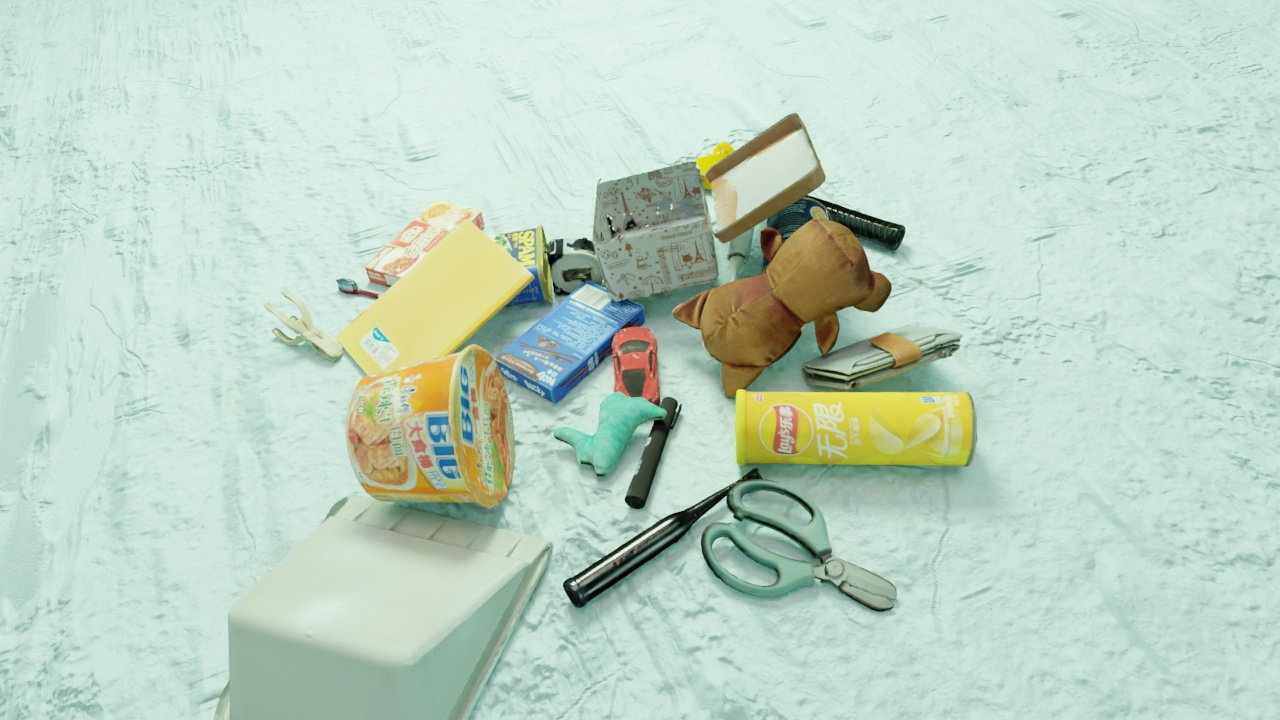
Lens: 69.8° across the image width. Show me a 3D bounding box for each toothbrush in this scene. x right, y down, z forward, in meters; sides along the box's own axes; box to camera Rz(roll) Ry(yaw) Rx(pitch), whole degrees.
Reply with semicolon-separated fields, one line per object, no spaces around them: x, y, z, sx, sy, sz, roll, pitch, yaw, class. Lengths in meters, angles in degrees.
0.119;-0.142;1.075;0.027;0.026;0.220;7;58;11;toothbrush
0.026;0.152;0.816;0.212;0.026;0.027;-28;82;-23;toothbrush
-0.286;-0.074;1.090;0.188;0.017;0.016;14;49;21;toothbrush

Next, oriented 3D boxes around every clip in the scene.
-0.386;-0.042;1.039;0.101;0.096;0.034;17;48;38;clip

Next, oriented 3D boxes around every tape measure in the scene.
-0.074;-0.110;1.065;0.066;0.066;0.033;-6;47;4;tape measure

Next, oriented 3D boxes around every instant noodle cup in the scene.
-0.194;0.066;0.853;0.111;0.151;0.151;-7;44;11;instant noodle cup

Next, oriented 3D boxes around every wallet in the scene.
0.238;-0.008;0.911;0.129;0.037;0.107;-19;8;-14;wallet

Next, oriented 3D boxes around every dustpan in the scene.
-0.225;0.245;0.764;0.223;0.143;0.257;9;17;16;dustpan

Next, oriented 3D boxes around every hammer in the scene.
0.184;-0.198;1.146;0.301;0.033;0.128;25;53;29;hammer

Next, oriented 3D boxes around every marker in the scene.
0.014;0.087;0.887;0.022;0.020;0.131;18;47;6;marker

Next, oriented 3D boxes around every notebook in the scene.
-0.233;-0.059;1.027;0.206;0.010;0.146;-44;53;-8;notebook

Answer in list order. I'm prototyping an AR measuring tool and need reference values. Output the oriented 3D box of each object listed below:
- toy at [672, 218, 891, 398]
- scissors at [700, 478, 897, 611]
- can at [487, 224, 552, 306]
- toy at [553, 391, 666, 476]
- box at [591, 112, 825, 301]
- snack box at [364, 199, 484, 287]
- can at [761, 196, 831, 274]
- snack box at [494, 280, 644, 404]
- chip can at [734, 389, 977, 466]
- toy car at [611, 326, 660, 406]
0.142;-0.058;0.938;0.200;0.130;0.140;-37;62;7;toy
0.126;0.180;0.778;0.129;0.019;0.185;-36;56;-19;scissors
-0.151;-0.109;1.082;0.083;0.057;0.102;-9;44;1;can
-0.034;0.069;0.896;0.096;0.030;0.091;18;64;23;toy
0.077;-0.176;1.036;0.261;0.103;0.178;-13;33;8;box
-0.270;-0.146;1.156;0.075;0.025;0.152;17;49;22;snack box
0.177;-0.123;1.039;0.075;0.075;0.110;3;45;10;can
-0.075;-0.023;1.005;0.084;0.026;0.156;27;53;29;snack box
0.195;0.064;0.851;0.213;0.072;0.071;1;45;7;chip can
-0.006;0.006;0.957;0.049;0.031;0.106;-4;52;2;toy car
